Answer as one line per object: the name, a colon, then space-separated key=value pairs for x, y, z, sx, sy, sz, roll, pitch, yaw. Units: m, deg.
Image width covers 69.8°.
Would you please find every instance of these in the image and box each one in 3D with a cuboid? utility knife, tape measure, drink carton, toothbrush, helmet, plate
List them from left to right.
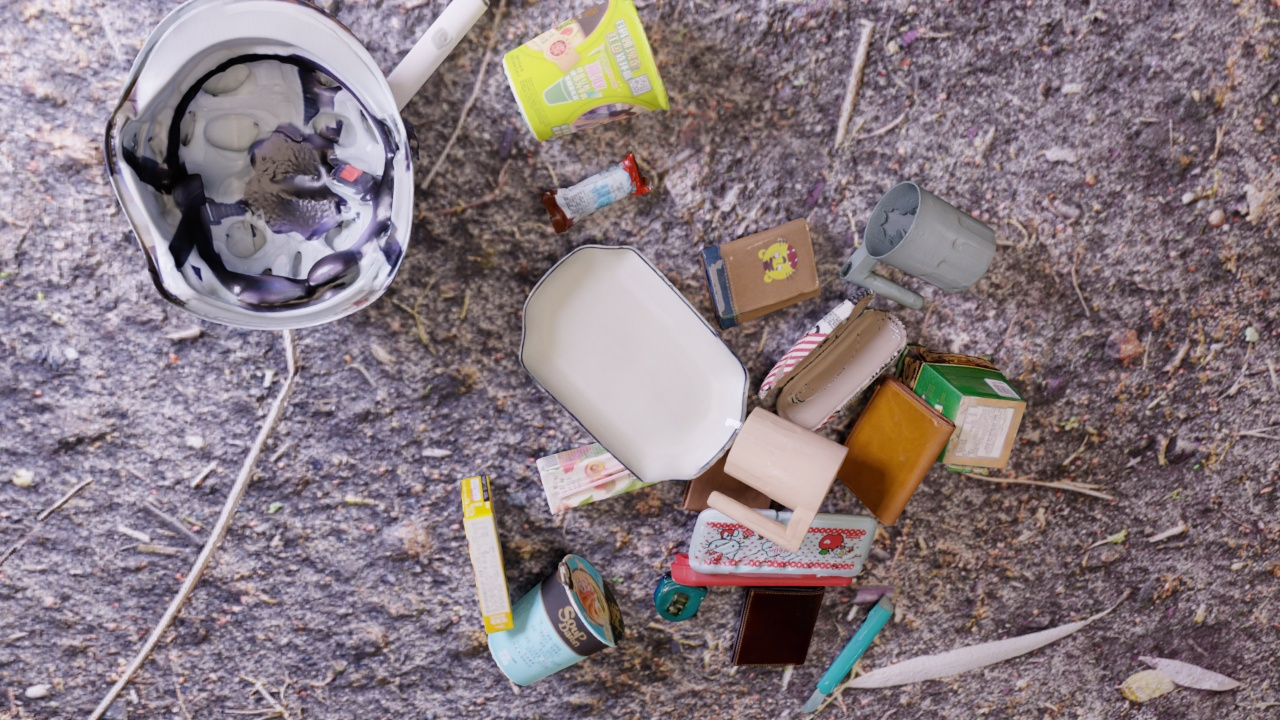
helmet: x=-0.298 y=-0.160 z=0.762 sx=0.229 sy=0.146 sz=0.259 roll=-9 pitch=103 yaw=-10
toothbrush: x=-0.161 y=-0.297 z=0.803 sx=0.221 sy=0.026 sz=0.026 roll=-47 pitch=121 yaw=7
drink carton: x=-0.043 y=0.117 z=0.969 sx=0.122 sy=0.045 sz=0.053 roll=-15 pitch=111 yaw=-6
plate: x=-0.005 y=0.005 z=0.908 sx=0.162 sy=0.034 sz=0.265 roll=-47 pitch=112 yaw=-5
tape measure: x=0.044 y=0.274 z=1.055 sx=0.058 sy=0.025 sz=0.054 roll=20 pitch=103 yaw=-17
utility knife: x=0.257 y=0.367 z=1.139 sx=0.029 sy=0.013 sz=0.185 roll=31 pitch=100 yaw=-17

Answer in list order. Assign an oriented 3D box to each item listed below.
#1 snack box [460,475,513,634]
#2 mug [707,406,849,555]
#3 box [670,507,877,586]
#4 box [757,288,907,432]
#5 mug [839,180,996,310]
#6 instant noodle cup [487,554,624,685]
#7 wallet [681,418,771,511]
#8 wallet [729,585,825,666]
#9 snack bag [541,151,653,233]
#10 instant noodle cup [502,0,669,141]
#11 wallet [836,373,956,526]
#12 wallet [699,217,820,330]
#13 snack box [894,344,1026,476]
snack box: x=-0.159 y=0.200 z=0.953 sx=0.033 sy=0.087 sz=0.140 roll=-12 pitch=112 yaw=-8
mug: x=0.140 y=0.120 z=0.938 sx=0.103 sy=0.084 sz=0.124 roll=27 pitch=68 yaw=15
box: x=0.144 y=0.214 z=1.001 sx=0.201 sy=0.069 sz=0.158 roll=4 pitch=145 yaw=-13
box: x=0.203 y=0.003 z=0.961 sx=0.086 sy=0.075 sz=0.162 roll=45 pitch=95 yaw=9
mug: x=0.284 y=-0.110 z=0.943 sx=0.103 sy=0.083 sz=0.124 roll=21 pitch=131 yaw=-19
instant noodle cup: x=-0.097 y=0.287 z=0.994 sx=0.120 sy=0.111 sz=0.111 roll=-35 pitch=113 yaw=12
wallet: x=0.107 y=0.119 z=1.016 sx=0.101 sy=0.020 sz=0.115 roll=10 pitch=105 yaw=-16
wallet: x=0.162 y=0.315 z=1.091 sx=0.096 sy=0.020 sz=0.122 roll=3 pitch=116 yaw=-10
snack bag: x=-0.041 y=-0.161 z=0.878 sx=0.105 sy=0.026 sz=0.045 roll=-25 pitch=122 yaw=-1
instant noodle cup: x=-0.051 y=-0.251 z=0.805 sx=0.123 sy=0.111 sz=0.112 roll=-21 pitch=113 yaw=4
wallet: x=0.261 y=0.090 z=0.988 sx=0.035 sy=0.119 sz=0.131 roll=8 pitch=118 yaw=-35
wallet: x=0.124 y=-0.088 z=0.937 sx=0.115 sy=0.033 sz=0.090 roll=-19 pitch=111 yaw=-8
snack box: x=0.348 y=0.056 z=0.995 sx=0.118 sy=0.105 sz=0.118 roll=5 pitch=108 yaw=-15
